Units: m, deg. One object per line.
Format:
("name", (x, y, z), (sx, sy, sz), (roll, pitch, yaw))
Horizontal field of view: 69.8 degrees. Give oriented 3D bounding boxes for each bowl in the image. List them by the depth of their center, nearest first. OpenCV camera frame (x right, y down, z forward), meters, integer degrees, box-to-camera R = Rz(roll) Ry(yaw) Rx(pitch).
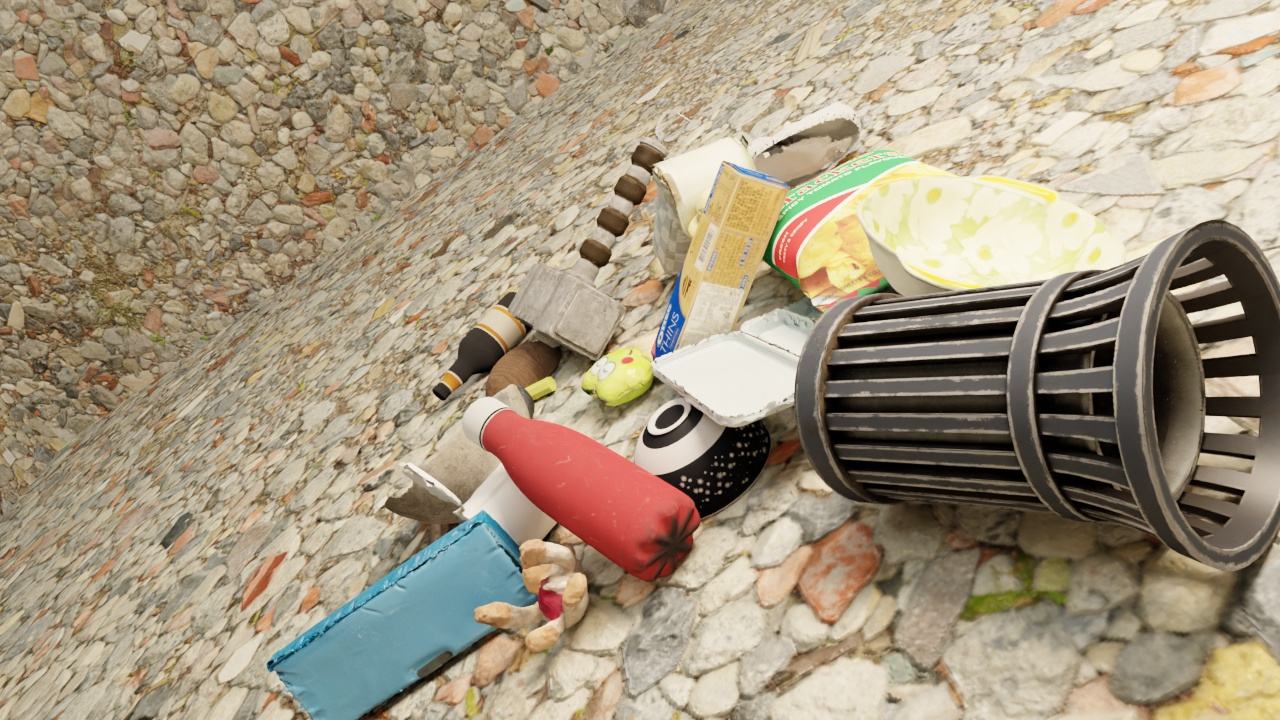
("bowl", (0.255, -0.075, 0.692), (0.188, 0.060, 0.218), (21, 39, 24))
("bowl", (0.041, 0.070, 0.772), (0.120, 0.066, 0.120), (-30, 26, 16))
("bowl", (-0.170, 0.112, 0.945), (0.178, 0.081, 0.178), (-43, 3, 2))
("bowl", (-0.157, 0.011, 1.175), (0.118, 0.030, 0.117), (-30, 26, 16))

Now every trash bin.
("trash bin", (0.214, 0.021, 0.528), (0.163, 0.164, 0.228), (-50, 24, -26))

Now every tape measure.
("tape measure", (-0.153, 0.063, 1.072), (0.064, 0.037, 0.065), (-34, 27, 8))

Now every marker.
("marker", (-0.155, 0.051, 1.119), (0.124, 0.017, 0.021), (-26, -6, 26))

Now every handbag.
("handbag", (0.075, -0.157, 1.041), (0.112, 0.172, 0.123), (-24, 62, -15))

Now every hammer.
("hammer", (-0.039, -0.164, 1.137), (0.326, 0.079, 0.177), (-61, 27, 0))

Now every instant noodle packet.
("instant noodle packet", (0.203, -0.131, 0.865), (0.195, 0.090, 0.252), (-26, 29, -5))

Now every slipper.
("slipper", (0.156, -0.242, 1.136), (0.247, 0.112, 0.074), (-26, 67, 30))

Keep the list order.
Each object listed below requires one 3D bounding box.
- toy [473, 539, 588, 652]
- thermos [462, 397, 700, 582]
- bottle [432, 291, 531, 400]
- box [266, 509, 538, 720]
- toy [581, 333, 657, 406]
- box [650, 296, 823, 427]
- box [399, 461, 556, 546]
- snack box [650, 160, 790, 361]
("toy", (-0.072, 0.173, 0.731), (0.085, 0.074, 0.105), (-67, -9, 11))
("thermos", (-0.062, 0.093, 0.756), (0.240, 0.073, 0.073), (27, 64, 35))
("bottle", (-0.219, -0.015, 1.266), (0.059, 0.059, 0.181), (1, 44, 53))
("box", (-0.200, 0.228, 0.784), (0.231, 0.093, 0.052), (-34, 24, 5))
("toy", (-0.006, 0.006, 0.972), (0.115, 0.046, 0.092), (-34, 21, -13))
("box", (0.118, -0.003, 0.770), (0.188, 0.037, 0.209), (-25, 17, -12))
("box", (-0.134, 0.107, 0.838), (0.106, 0.150, 0.080), (-51, 26, -22))
("snack box", (0.072, -0.081, 0.874), (0.057, 0.056, 0.207), (-122, 48, -60))
